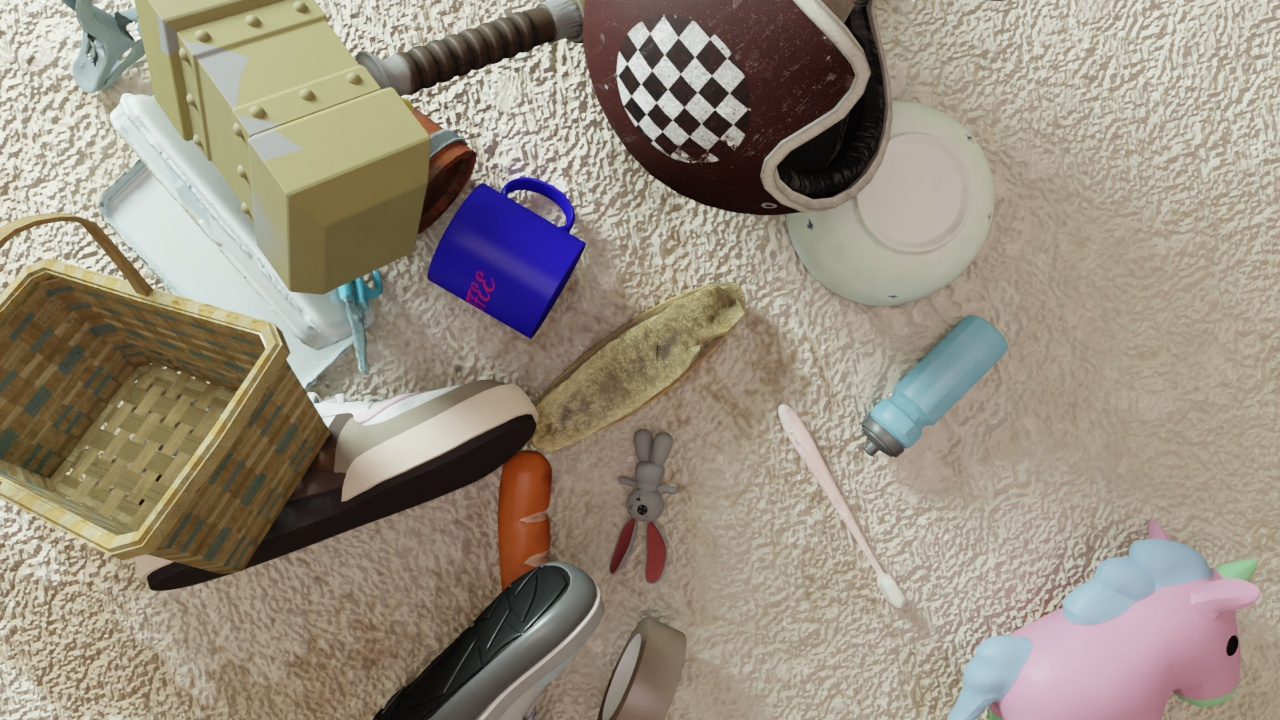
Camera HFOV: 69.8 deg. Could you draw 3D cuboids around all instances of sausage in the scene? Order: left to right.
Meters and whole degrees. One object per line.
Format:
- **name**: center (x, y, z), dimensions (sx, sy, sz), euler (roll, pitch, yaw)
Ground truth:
- **sausage**: center (-0.083, 0.149, 0.685), dimensions (0.044, 0.039, 0.164), euler (-3, 95, 13)

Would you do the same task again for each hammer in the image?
- **hammer**: center (-0.119, -0.197, 0.590), dimensions (0.324, 0.101, 0.190), euler (-32, 79, -29)

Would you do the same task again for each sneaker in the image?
- **sneaker**: center (-0.220, 0.057, 0.652), dimensions (0.294, 0.112, 0.116), euler (-22, 76, 5)
- **sneaker**: center (-0.079, 0.260, 0.646), dimensions (0.160, 0.092, 0.257), euler (41, 113, -14)

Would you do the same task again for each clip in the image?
- **clip**: center (-0.338, -0.241, 0.599), dimensions (0.169, 0.164, 0.031), euler (-37, 93, 3)

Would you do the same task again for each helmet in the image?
- **helmet**: center (0.094, -0.211, 0.552), dimensions (0.234, 0.254, 0.232), euler (38, 55, -11)

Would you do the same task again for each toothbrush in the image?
- **toothbrush**: center (0.154, 0.111, 0.703), dimensions (0.015, 0.018, 0.181), euler (-31, 93, -1)

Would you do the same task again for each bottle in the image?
- **bottle**: center (0.216, 0.023, 0.688), dimensions (0.040, 0.040, 0.130), euler (45, 91, -4)

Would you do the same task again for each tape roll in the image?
- **tape roll**: center (0.000, 0.236, 0.667), dimensions (0.030, 0.093, 0.094), euler (25, 92, -3)

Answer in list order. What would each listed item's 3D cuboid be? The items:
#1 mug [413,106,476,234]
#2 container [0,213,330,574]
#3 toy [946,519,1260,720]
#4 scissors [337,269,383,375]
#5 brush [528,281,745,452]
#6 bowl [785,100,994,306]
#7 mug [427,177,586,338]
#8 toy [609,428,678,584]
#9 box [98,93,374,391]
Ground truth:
- **mug**: center (-0.195, -0.138, 0.646), dimensions (0.111, 0.081, 0.117), euler (40, 92, 0)
- **container**: center (-0.335, 0.016, 0.548), dimensions (0.250, 0.186, 0.157), euler (14, 64, 26)
- **toy**: center (0.337, 0.213, 0.675), dimensions (0.222, 0.120, 0.171), euler (-3, 103, -3)
- **scissors**: center (-0.196, -0.038, 0.631), dimensions (0.015, 0.136, 0.055), euler (-43, 135, 15)
- **brush**: center (-0.004, 0.004, 0.677), dimensions (0.195, 0.043, 0.059), euler (-34, 94, 2)
- **bowl**: center (0.187, -0.116, 0.663), dimensions (0.153, 0.073, 0.153), euler (0, 92, -3)
- **mug**: center (-0.088, -0.083, 0.659), dimensions (0.083, 0.079, 0.111), euler (30, 64, -4)
- **toy**: center (0.003, 0.108, 0.691), dimensions (0.049, 0.030, 0.111), euler (8, 91, 26)
- **box**: center (-0.287, -0.075, 0.633), dimensions (0.130, 0.105, 0.210), euler (-45, 94, 4)
